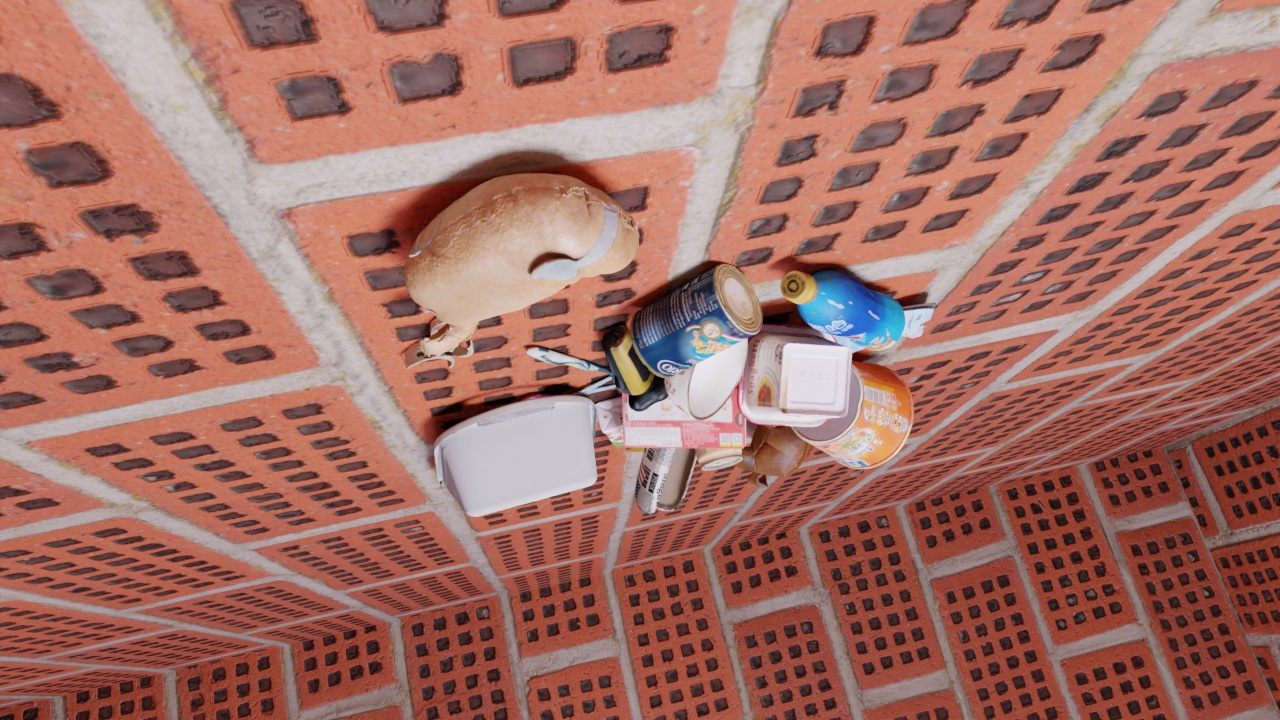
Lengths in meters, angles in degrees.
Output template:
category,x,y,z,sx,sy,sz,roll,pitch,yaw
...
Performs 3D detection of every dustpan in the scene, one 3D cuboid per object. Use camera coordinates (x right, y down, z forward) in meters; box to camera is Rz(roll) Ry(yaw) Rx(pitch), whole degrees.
category,x,y,z,sx,sy,sz,roll,pitch,yaw
dustpan,-0.159,0.099,1.175,0.222,0.143,0.258,-14,-169,-12

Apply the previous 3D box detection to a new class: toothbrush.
category,x,y,z,sx,sy,sz,roll,pitch,yaw
toothbrush,-0.066,0.008,1.026,0.016,0.018,0.191,-23,159,27

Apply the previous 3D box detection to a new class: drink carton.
category,x,y,z,sx,sy,sz,roll,pitch,yaw
drink carton,-0.022,0.086,1.235,0.053,0.045,0.122,-16,161,3

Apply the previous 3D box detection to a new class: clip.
category,x,y,z,sx,sy,sz,roll,pitch,yaw
clip,-0.185,-0.013,0.865,0.071,0.034,0.100,-2,163,-33

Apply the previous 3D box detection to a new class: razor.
category,x,y,z,sx,sy,sz,roll,pitch,yaw
razor,-0.006,0.006,1.014,0.068,0.062,0.167,14,162,17

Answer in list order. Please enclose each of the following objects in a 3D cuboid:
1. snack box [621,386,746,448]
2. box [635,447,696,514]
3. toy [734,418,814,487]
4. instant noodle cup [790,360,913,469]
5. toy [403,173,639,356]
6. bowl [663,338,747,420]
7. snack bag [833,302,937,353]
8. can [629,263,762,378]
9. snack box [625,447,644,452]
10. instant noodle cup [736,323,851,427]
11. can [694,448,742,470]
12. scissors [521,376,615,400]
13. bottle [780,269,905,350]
category,x,y,z,sx,sy,sz,roll,pitch,yaw
snack box,0.054,0.070,1.136,0.153,0.075,0.025,-1,-175,12
box,0.034,0.131,1.242,0.076,0.163,0.087,21,-168,13
toy,0.203,0.116,1.373,0.140,0.130,0.199,-62,157,13
instant noodle cup,0.276,0.064,1.244,0.152,0.151,0.111,-28,149,35
toy,-0.111,-0.068,0.686,0.227,0.082,0.143,-24,150,33
bowl,0.061,0.002,1.000,0.062,0.113,0.113,24,-179,30
snack bag,0.264,-0.028,1.125,0.191,0.038,0.110,-18,155,7
can,0.055,-0.038,0.892,0.111,0.075,0.075,-28,156,34
snack box,0.053,0.100,1.350,0.141,0.033,0.086,-25,158,34
instant noodle cup,0.175,0.019,1.016,0.116,0.116,0.124,3,-178,-7
can,0.091,0.079,1.185,0.058,0.116,0.058,-12,161,-4
scissors,-0.087,0.048,1.133,0.134,0.017,0.113,-13,160,-14
bottle,0.211,-0.058,0.962,0.065,0.065,0.218,-25,157,30
